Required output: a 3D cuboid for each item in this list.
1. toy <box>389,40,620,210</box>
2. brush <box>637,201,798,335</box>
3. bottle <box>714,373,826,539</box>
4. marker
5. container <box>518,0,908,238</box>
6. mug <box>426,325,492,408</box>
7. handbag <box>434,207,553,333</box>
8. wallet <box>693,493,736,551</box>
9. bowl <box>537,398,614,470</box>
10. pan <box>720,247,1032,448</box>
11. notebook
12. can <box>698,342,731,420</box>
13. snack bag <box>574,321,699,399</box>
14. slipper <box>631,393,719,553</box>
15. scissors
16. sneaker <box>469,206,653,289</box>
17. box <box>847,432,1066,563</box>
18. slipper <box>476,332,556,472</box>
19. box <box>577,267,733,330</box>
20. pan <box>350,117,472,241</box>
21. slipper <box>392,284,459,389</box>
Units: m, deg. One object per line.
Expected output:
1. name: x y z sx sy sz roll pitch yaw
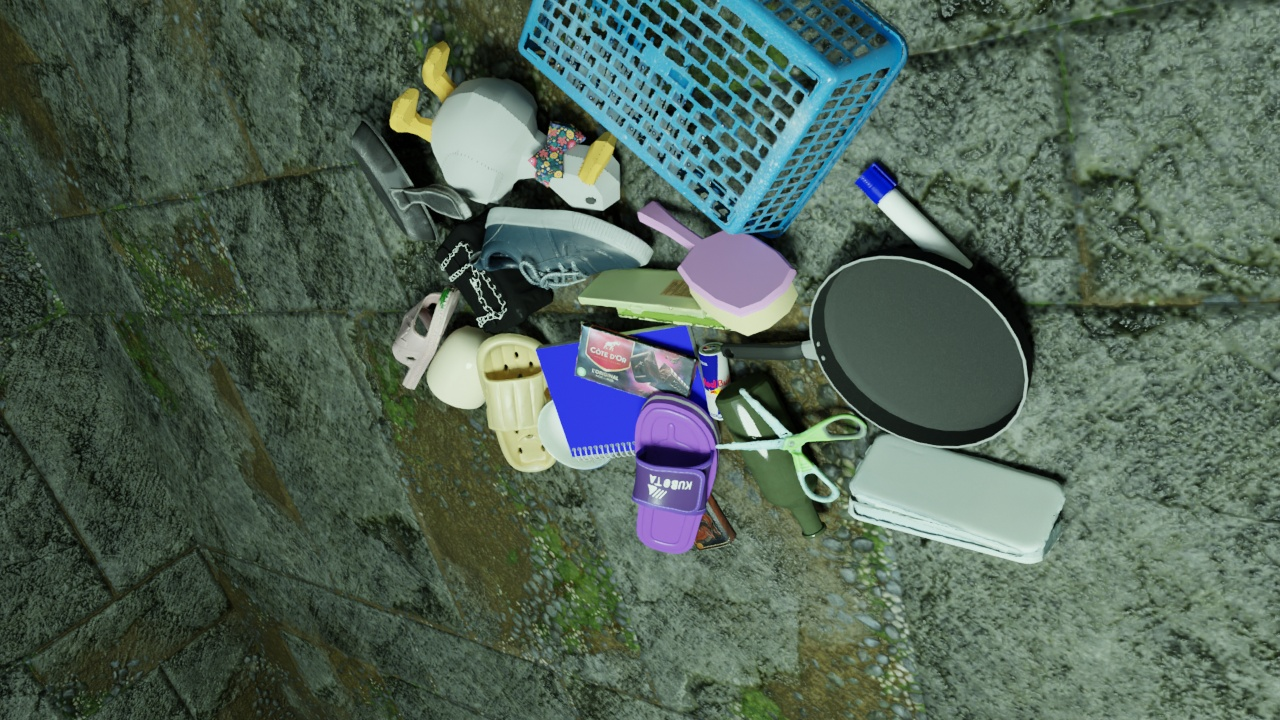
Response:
1. toy: -0.152 -0.246 1.073 0.267 0.140 0.247 30 158 -13
2. brush: 0.074 -0.109 0.994 0.229 0.089 0.043 42 165 42
3. bottle: 0.164 0.119 1.091 0.072 0.071 0.207 -16 106 46
4. marker: 0.260 -0.131 0.870 0.133 0.023 0.027 46 120 6
5. container: 0.040 -0.301 0.893 0.362 0.089 0.258 43 137 9
6. mug: -0.255 -0.004 1.357 0.100 0.096 0.120 -55 39 28
7. handbag: -0.216 -0.105 1.235 0.125 0.114 0.153 -25 104 50
8. wallet: 0.076 0.203 1.264 0.072 0.019 0.123 -25 100 47
9. bowl: -0.078 0.087 1.274 0.118 0.062 0.118 8 119 15
10. pan: 0.228 -0.013 0.960 0.357 0.034 0.225 2 125 45
11. notebook: -0.015 0.046 1.182 0.209 0.022 0.172 -8 112 22
12. can: 0.094 0.026 1.116 0.032 0.032 0.095 10 124 36
13. snack bag: -0.007 0.007 1.140 0.155 0.018 0.075 17 119 13
14. slipper: 0.036 0.172 1.173 0.107 0.083 0.267 11 130 8
15. scissors: 0.172 0.100 1.040 0.171 0.024 0.160 -6 110 8
16. sneaker: -0.100 -0.127 1.106 0.236 0.089 0.087 11 80 28
17. box: 0.326 0.162 0.963 0.216 0.122 0.083 18 152 37
18. slipper: -0.166 0.079 1.318 0.111 0.079 0.262 -8 130 -4
19. box: 0.030 -0.064 1.085 0.188 0.091 0.083 11 141 40
20. pan: -0.292 -0.214 1.174 0.357 0.055 0.187 36 156 57
21. slipper: -0.338 -0.035 1.396 0.064 0.094 0.240 24 143 -12
